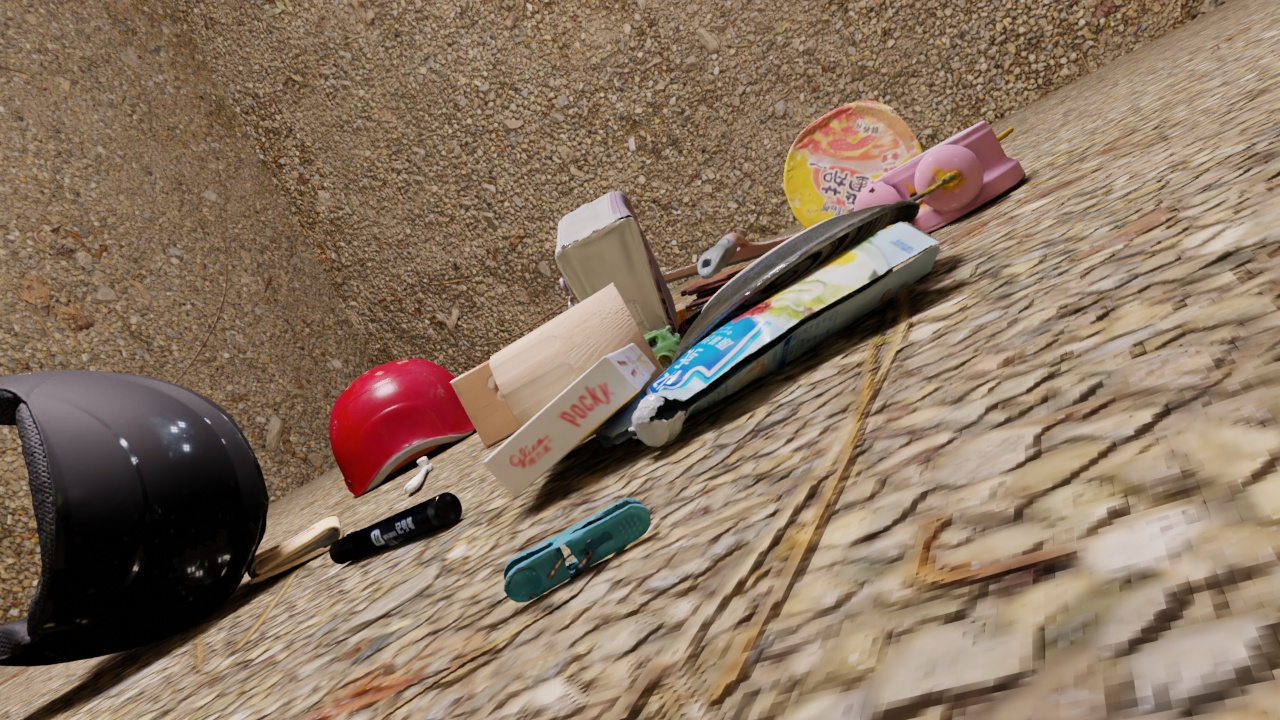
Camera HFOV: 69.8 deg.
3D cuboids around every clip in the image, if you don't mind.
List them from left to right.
[{"bbox_3d":[-0.022,0.064,0.314,0.056,0.014,0.043,-30,4,-9],"label":"clip"}]

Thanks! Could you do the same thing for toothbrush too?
[{"bbox_3d":[-0.227,0.116,0.936,0.016,0.016,0.180,-31,5,-7],"label":"toothbrush"},{"bbox_3d":[0.047,-0.034,0.888,0.017,0.014,0.189,-40,1,-16],"label":"toothbrush"}]

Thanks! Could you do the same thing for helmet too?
[{"bbox_3d":[-0.436,0.125,0.763,0.229,0.233,0.275,0,-5,-26],"label":"helmet"},{"bbox_3d":[-0.336,0.076,1.276,0.207,0.144,0.240,-31,4,-8],"label":"helmet"}]

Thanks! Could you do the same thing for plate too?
[{"bbox_3d":[0.090,-0.050,0.570,0.179,0.024,0.179,-32,-11,-7],"label":"plate"}]

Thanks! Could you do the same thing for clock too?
[{"bbox_3d":[0.243,-0.143,0.759,0.117,0.060,0.158,-24,8,47],"label":"clock"}]

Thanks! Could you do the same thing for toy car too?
[{"bbox_3d":[-0.004,0.004,0.752,0.091,0.036,0.043,-32,6,4],"label":"toy car"}]

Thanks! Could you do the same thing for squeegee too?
[{"bbox_3d":[0.099,-0.118,1.001,0.248,0.040,0.249,-14,7,21],"label":"squeegee"}]

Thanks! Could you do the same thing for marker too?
[{"bbox_3d":[-0.160,0.110,0.592,0.132,0.020,0.022,-25,20,39],"label":"marker"}]

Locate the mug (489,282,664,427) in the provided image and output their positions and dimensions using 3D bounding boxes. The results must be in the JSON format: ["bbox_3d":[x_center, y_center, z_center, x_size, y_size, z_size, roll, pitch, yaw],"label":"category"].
[{"bbox_3d":[-0.039,0.012,0.670,0.103,0.084,0.125,-29,-20,1],"label":"mug"}]

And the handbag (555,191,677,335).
[{"bbox_3d":[-0.024,-0.081,0.916,0.098,0.145,0.196,-29,16,6],"label":"handbag"}]

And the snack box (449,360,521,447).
[{"bbox_3d":[-0.134,0.030,0.957,0.093,0.077,0.094,-28,5,0],"label":"snack box"}]

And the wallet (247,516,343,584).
[{"bbox_3d":[-0.304,0.166,0.807,0.087,0.024,0.115,-32,7,-19],"label":"wallet"}]

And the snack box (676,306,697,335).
[{"bbox_3d":[-0.008,-0.014,1.015,0.155,0.027,0.077,-31,6,-38],"label":"snack box"}]

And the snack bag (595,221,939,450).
[{"bbox_3d":[0.062,-0.008,0.487,0.190,0.039,0.110,-32,9,-11],"label":"snack bag"}]

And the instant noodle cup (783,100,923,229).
[{"bbox_3d":[0.228,-0.188,0.957,0.138,0.138,0.109,-26,-3,21],"label":"instant noodle cup"}]

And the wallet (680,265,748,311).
[{"bbox_3d":[0.114,-0.089,1.023,0.101,0.032,0.124,-16,5,31],"label":"wallet"}]

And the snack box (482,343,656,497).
[{"bbox_3d":[-0.034,0.029,0.529,0.085,0.027,0.156,-41,0,6],"label":"snack box"}]
